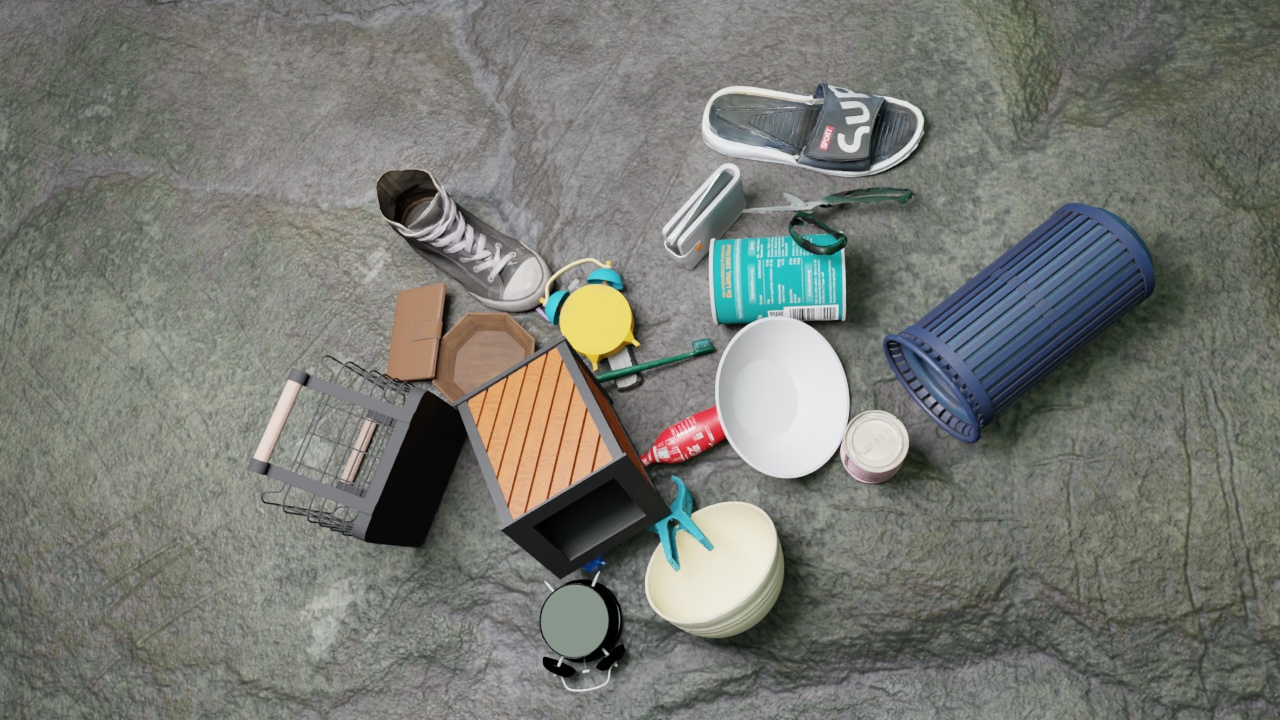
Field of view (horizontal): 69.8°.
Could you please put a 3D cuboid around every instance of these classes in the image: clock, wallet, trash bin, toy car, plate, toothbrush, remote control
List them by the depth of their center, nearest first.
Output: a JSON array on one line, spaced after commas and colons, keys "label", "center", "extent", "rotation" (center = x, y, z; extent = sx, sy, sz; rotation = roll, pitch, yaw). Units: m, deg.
[{"label": "trash bin", "center": [0.395, -0.045, 0.952], "extent": [0.249, 0.139, 0.139], "rotation": [-38, 71, -2]}, {"label": "trash bin", "center": [-0.083, 0.103, 0.976], "extent": [0.140, 0.140, 0.171], "rotation": [-31, 52, 1]}, {"label": "clock", "center": [-0.065, 0.295, 0.996], "extent": [0.091, 0.042, 0.120], "rotation": [-11, 73, 8]}, {"label": "plate", "center": [0.147, 0.041, 1.002], "extent": [0.173, 0.036, 0.174], "rotation": [4, 81, -26]}, {"label": "toy car", "center": [-0.075, 0.212, 1.011], "extent": [0.092, 0.062, 0.033], "rotation": [13, 77, 14]}, {"label": "wallet", "center": [0.074, -0.170, 1.060], "extent": [0.037, 0.115, 0.118], "rotation": [40, 85, 18]}, {"label": "toothbrush", "center": [-0.006, 0.006, 1.063], "extent": [0.189, 0.016, 0.017], "rotation": [-15, 72, -4]}, {"label": "clock", "center": [-0.057, -0.057, 1.080], "extent": [0.099, 0.044, 0.129], "rotation": [-30, 77, 1]}, {"label": "remote control", "center": [-0.033, -0.028, 1.096], "extent": [0.033, 0.013, 0.136], "rotation": [-21, 70, 4]}, {"label": "plate", "center": [-0.186, 0.004, 1.111], "extent": [0.131, 0.025, 0.131], "rotation": [-3, 74, 10]}, {"label": "wallet", "center": [-0.277, -0.034, 1.133], "extent": [0.088, 0.013, 0.120], "rotation": [-6, 72, 35]}]

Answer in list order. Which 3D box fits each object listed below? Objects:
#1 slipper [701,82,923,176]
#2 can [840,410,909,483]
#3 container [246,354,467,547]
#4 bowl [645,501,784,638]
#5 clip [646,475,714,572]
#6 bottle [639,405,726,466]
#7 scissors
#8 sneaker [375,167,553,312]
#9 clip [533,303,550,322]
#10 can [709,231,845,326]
[{"label": "slipper", "center": [0.201, -0.285, 1.097], "extent": [0.264, 0.063, 0.111], "rotation": [11, 77, 17]}, {"label": "can", "center": [0.247, 0.092, 0.973], "extent": [0.067, 0.076, 0.067], "rotation": [-3, 74, 10]}, {"label": "container", "center": [-0.296, 0.103, 1.000], "extent": [0.130, 0.241, 0.162], "rotation": [19, 79, 7]}, {"label": "bowl", "center": [0.087, 0.228, 0.953], "extent": [0.151, 0.075, 0.150], "rotation": [-26, 30, 16]}, {"label": "clip", "center": [0.019, 0.182, 0.987], "extent": [0.120, 0.030, 0.130], "rotation": [-22, 31, 14]}, {"label": "bottle", "center": [0.061, 0.084, 1.031], "extent": [0.141, 0.042, 0.042], "rotation": [-27, 71, 3]}, {"label": "scissors", "center": [0.216, -0.161, 1.022], "extent": [0.202, 0.015, 0.205], "rotation": [-5, 30, 3]}, {"label": "sneaker", "center": [-0.213, -0.146, 1.110], "extent": [0.235, 0.120, 0.095], "rotation": [38, 85, 16]}, {"label": "clip", "center": [-0.124, -0.069, 1.126], "extent": [0.050, 0.013, 0.029], "rotation": [29, 81, 20]}, {"label": "can", "center": [0.154, -0.091, 1.030], "extent": [0.144, 0.099, 0.099], "rotation": [-2, 74, 11]}]
